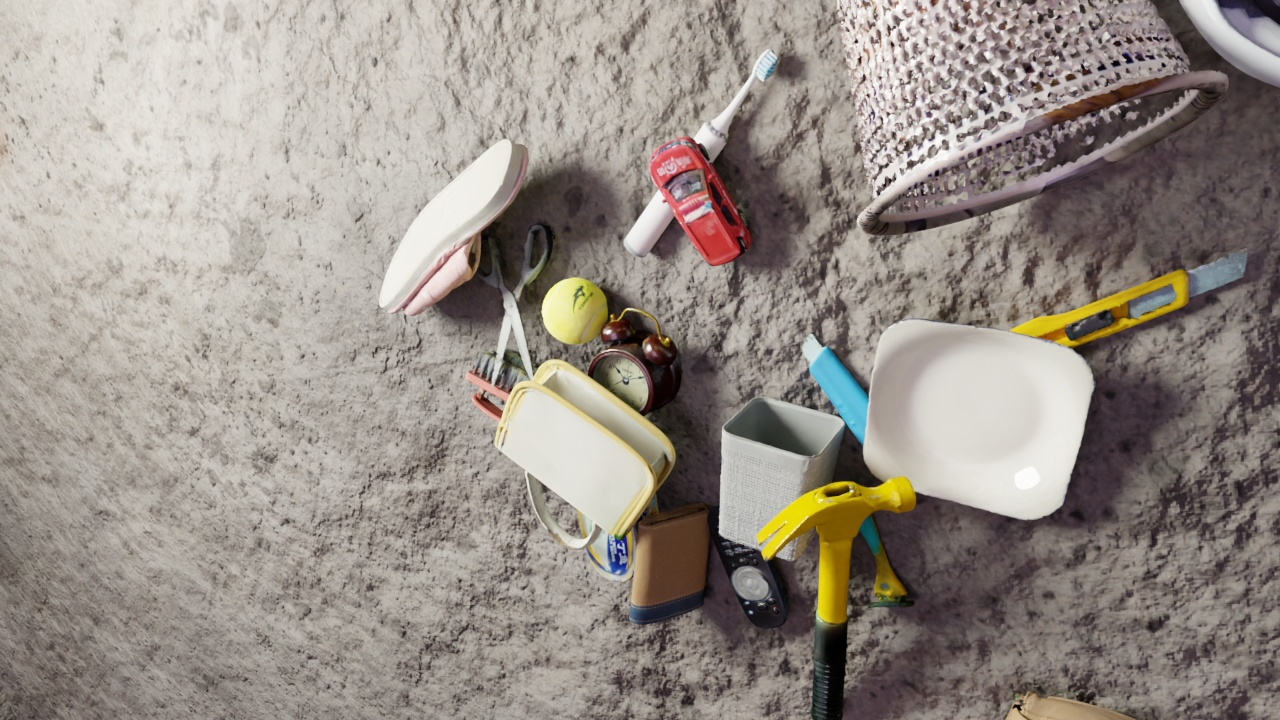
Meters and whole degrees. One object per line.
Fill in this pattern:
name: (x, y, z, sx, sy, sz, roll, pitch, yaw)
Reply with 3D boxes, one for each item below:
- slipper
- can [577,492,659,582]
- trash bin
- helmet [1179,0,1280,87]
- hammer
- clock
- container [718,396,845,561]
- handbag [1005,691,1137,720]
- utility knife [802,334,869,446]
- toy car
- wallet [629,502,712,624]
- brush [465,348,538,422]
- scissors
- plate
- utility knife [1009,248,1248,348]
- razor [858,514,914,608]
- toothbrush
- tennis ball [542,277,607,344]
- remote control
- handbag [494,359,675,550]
slipper: (-0.187, -0.126, 0.935, 0.054, 0.114, 0.275, 26, 139, -31)
can: (-0.024, 0.156, 0.960, 0.075, 0.049, 0.148, 0, 106, 31)
trash bin: (0.224, -0.211, 0.601, 0.228, 0.227, 0.192, -22, 81, 34)
helmet: (0.411, -0.243, 0.497, 0.259, 0.145, 0.229, 24, 105, 4)
hammer: (0.172, 0.229, 0.828, 0.128, 0.032, 0.301, -9, 124, -4)
clock: (-0.005, 0.005, 0.892, 0.082, 0.055, 0.122, 24, 120, 23)
container: (0.124, 0.108, 0.832, 0.090, 0.090, 0.114, 16, 117, 26)
handbag: (0.359, 0.389, 0.777, 0.148, 0.099, 0.205, 25, 114, 26)
utility knife: (0.193, 0.045, 0.809, 0.034, 0.018, 0.162, -38, 84, 22)
toy car: (0.053, -0.136, 0.798, 0.053, 0.045, 0.120, -26, 112, 24)
wallet: (0.031, 0.204, 0.923, 0.033, 0.090, 0.115, 34, 126, 51)
brush: (-0.112, 0.045, 0.967, 0.146, 0.063, 0.069, 26, 106, 19)
scissors: (-0.130, -0.062, 0.941, 0.160, 0.014, 0.178, -49, 63, 20)
plate: (0.269, 0.042, 0.742, 0.164, 0.034, 0.164, 13, 122, 23)
utility knife: (0.351, -0.036, 0.687, 0.193, 0.015, 0.033, -27, 95, 35)
razor: (0.207, 0.167, 0.835, 0.043, 0.028, 0.132, -16, 103, 47)
toothbrush: (0.052, -0.180, 0.813, 0.222, 0.026, 0.026, -52, 53, 32)
tennis ball: (-0.064, -0.049, 0.904, 0.065, 0.065, 0.065, 11, 111, 28)
remote control: (0.108, 0.201, 0.910, 0.053, 0.024, 0.136, -18, 98, 32)
handbag: (-0.065, 0.105, 0.902, 0.163, 0.063, 0.179, 36, 128, 9)
